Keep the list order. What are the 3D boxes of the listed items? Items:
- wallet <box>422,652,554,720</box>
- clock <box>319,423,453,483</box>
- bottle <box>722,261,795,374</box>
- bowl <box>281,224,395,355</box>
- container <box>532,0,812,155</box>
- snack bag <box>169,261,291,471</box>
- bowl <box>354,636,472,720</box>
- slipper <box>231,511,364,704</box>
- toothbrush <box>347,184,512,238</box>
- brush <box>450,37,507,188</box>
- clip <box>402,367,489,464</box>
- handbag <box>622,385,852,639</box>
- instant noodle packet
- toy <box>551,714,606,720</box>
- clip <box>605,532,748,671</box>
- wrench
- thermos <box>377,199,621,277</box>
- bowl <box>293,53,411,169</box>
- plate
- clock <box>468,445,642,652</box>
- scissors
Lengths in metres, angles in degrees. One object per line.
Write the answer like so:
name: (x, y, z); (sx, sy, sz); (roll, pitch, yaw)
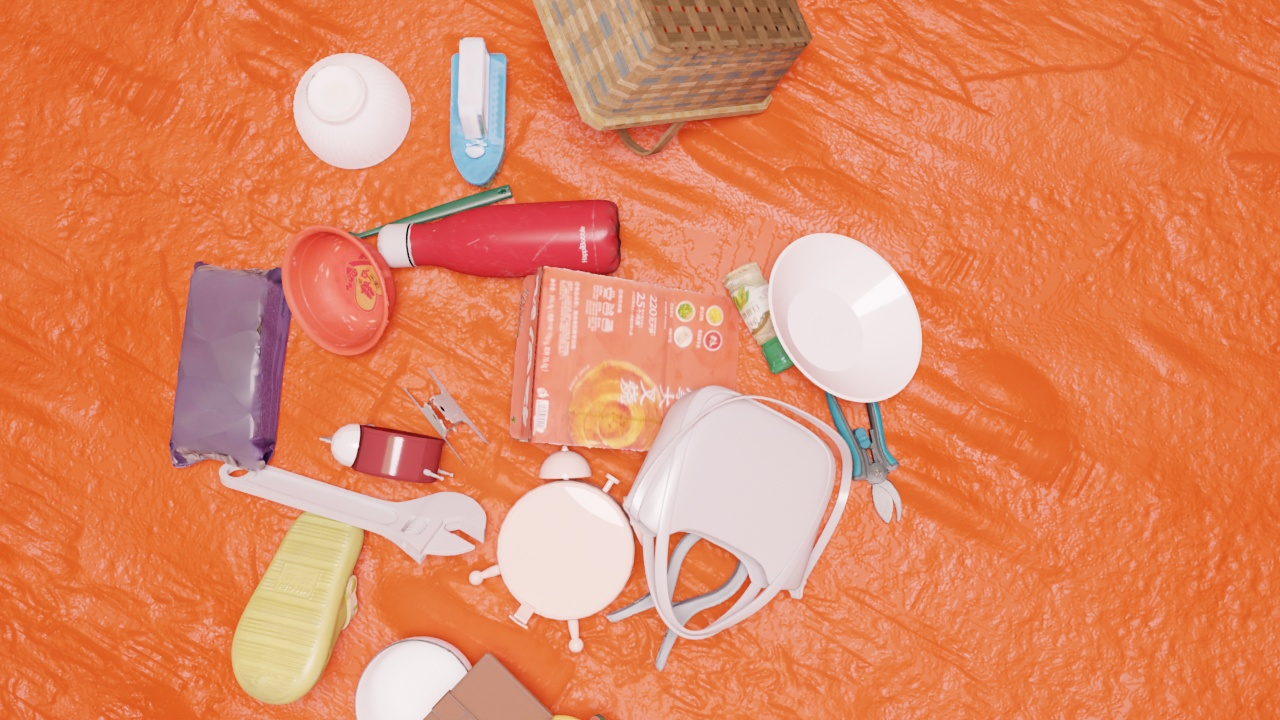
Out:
wallet: (-0.150, 0.337, 0.833); (0.087, 0.013, 0.121); (44, 86, 0)
clock: (-0.244, 0.088, 0.883); (0.124, 0.087, 0.044); (11, 86, -2)
bottle: (0.124, -0.043, 0.911); (0.043, 0.043, 0.111); (-28, 85, -2)
bowl: (-0.287, -0.073, 0.901); (0.131, 0.045, 0.131); (10, 113, 24)
container: (0.017, -0.297, 0.877); (0.249, 0.187, 0.157); (-18, 84, -39)
snack bag: (-0.407, 0.005, 0.906); (0.096, 0.058, 0.205); (4, 84, 0)
bowl: (-0.207, 0.317, 0.873); (0.113, 0.063, 0.113); (0, 85, -1)
slipper: (-0.318, 0.233, 0.878); (0.092, 0.082, 0.190); (7, 59, 7)
toothbrush: (-0.222, -0.145, 0.939); (0.190, 0.017, 0.016); (-17, 78, -2)
brush: (-0.163, -0.243, 0.916); (0.055, 0.075, 0.135); (0, 84, 1)
clip: (-0.197, 0.056, 0.908); (0.102, 0.053, 0.058); (50, 123, 5)
handbag: (0.091, 0.152, 0.843); (0.215, 0.096, 0.222); (27, 71, -14)
instant noodle packet: (-0.005, 0.005, 0.885); (0.220, 0.084, 0.164); (5, 85, -19)
toy: (-0.086, 0.413, 0.852); (0.208, 0.092, 0.134); (-38, 63, 5)
clip: (0.058, 0.231, 0.895); (0.163, 0.028, 0.106); (-42, 85, -3)
wrench: (-0.281, 0.135, 0.897); (0.273, 0.086, 0.018); (15, 123, 11)
thermos: (-0.140, -0.117, 0.906); (0.240, 0.073, 0.073); (-2, 85, 3)
bowl: (-0.297, -0.259, 0.925); (0.118, 0.062, 0.118); (0, 85, 1)
plate: (0.191, -0.037, 0.892); (0.173, 0.036, 0.173); (9, 67, -22)
clock: (-0.069, 0.178, 0.878); (0.131, 0.086, 0.160); (33, 80, 3)
scissors: (0.222, 0.085, 0.911); (0.150, 0.019, 0.131); (26, 88, 1)
